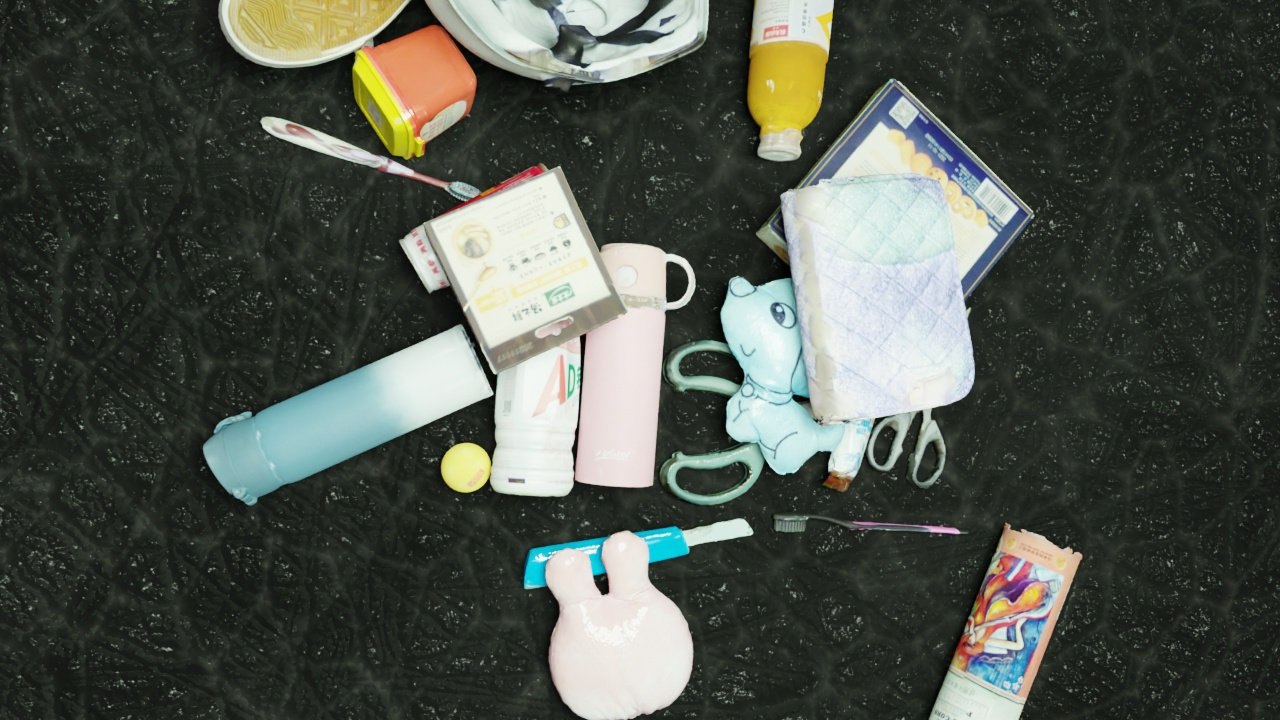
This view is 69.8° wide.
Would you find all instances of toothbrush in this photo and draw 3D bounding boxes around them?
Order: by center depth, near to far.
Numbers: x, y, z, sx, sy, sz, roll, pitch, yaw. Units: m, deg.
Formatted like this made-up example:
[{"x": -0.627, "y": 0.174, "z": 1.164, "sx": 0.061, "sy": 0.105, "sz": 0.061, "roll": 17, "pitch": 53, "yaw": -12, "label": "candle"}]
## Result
[{"x": -0.219, "y": -0.165, "z": 0.755, "sx": 0.187, "sy": 0.017, "sz": 0.016, "roll": 18, "pitch": 85, "yaw": -10, "label": "toothbrush"}, {"x": 0.209, "y": 0.151, "z": 0.828, "sx": 0.189, "sy": 0.014, "sz": 0.018, "roll": 6, "pitch": 98, "yaw": -10, "label": "toothbrush"}]

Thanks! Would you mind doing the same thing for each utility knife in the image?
[{"x": 0.000, "y": 0.162, "z": 0.788, "sx": 0.204, "sy": 0.018, "sz": 0.034, "roll": -8, "pitch": 103, "yaw": -10, "label": "utility knife"}]

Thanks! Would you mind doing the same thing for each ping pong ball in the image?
[{"x": -0.143, "y": 0.088, "z": 0.753, "sx": 0.040, "sy": 0.040, "sz": 0.040, "roll": 0, "pitch": 89, "yaw": -10, "label": "ping pong ball"}]

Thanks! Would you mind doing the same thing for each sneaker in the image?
[{"x": -0.230, "y": -0.302, "z": 0.722, "sx": 0.240, "sy": 0.088, "sz": 0.118, "roll": -48, "pitch": 121, "yaw": -27, "label": "sneaker"}]

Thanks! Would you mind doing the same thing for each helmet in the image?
[{"x": -0.076, "y": -0.321, "z": 0.705, "sx": 0.258, "sy": 0.146, "sz": 0.229, "roll": -18, "pitch": 107, "yaw": -31, "label": "helmet"}]

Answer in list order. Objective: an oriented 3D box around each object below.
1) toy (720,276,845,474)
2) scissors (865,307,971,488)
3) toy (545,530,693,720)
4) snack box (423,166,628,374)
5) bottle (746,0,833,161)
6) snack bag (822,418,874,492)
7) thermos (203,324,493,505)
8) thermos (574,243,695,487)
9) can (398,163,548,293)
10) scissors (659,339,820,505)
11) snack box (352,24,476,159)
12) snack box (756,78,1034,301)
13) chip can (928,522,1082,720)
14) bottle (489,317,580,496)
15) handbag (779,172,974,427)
[{"x": 0.123, "y": 0.003, "z": 0.782, "sx": 0.161, "sy": 0.050, "sz": 0.156, "roll": 37, "pitch": 81, "yaw": -8, "label": "toy"}, {"x": 0.256, "y": 0.029, "z": 0.838, "sx": 0.150, "sy": 0.014, "sz": 0.170, "roll": -15, "pitch": 91, "yaw": -11, "label": "scissors"}, {"x": -0.020, "y": 0.222, "z": 0.763, "sx": 0.121, "sy": 0.054, "sz": 0.159, "roll": -13, "pitch": 98, "yaw": -11, "label": "toy"}, {"x": -0.088, "y": -0.068, "z": 0.703, "sx": 0.113, "sy": 0.053, "sz": 0.125, "roll": -25, "pitch": 93, "yaw": -10, "label": "snack box"}, {"x": 0.128, "y": -0.269, "z": 0.792, "sx": 0.068, "sy": 0.068, "sz": 0.189, "roll": 6, "pitch": 88, "yaw": -10, "label": "bottle"}, {"x": 0.189, "y": 0.066, "z": 0.813, "sx": 0.048, "sy": 0.026, "sz": 0.104, "roll": 25, "pitch": 82, "yaw": -53, "label": "snack bag"}, {"x": -0.229, "y": 0.041, "z": 0.727, "sx": 0.220, "sy": 0.070, "sz": 0.070, "roll": -23, "pitch": 93, "yaw": -9, "label": "thermos"}, {"x": -0.005, "y": 0.004, "z": 0.763, "sx": 0.087, "sy": 0.067, "sz": 0.198, "roll": 6, "pitch": 88, "yaw": 4, "label": "thermos"}, {"x": -0.127, "y": -0.108, "z": 0.752, "sx": 0.132, "sy": 0.053, "sz": 0.053, "roll": -30, "pitch": 94, "yaw": -9, "label": "can"}, {"x": 0.085, "y": 0.041, "z": 0.805, "sx": 0.175, "sy": 0.019, "sz": 0.176, "roll": -22, "pitch": 92, "yaw": -8, "label": "scissors"}, {"x": -0.177, "y": -0.213, "z": 0.729, "sx": 0.080, "sy": 0.091, "sz": 0.082, "roll": -34, "pitch": 94, "yaw": -16, "label": "snack box"}, {"x": 0.227, "y": -0.121, "z": 0.818, "sx": 0.178, "sy": 0.046, "sz": 0.182, "roll": 42, "pitch": 83, "yaw": -7, "label": "snack box"}, {"x": 0.320, "y": 0.258, "z": 0.816, "sx": 0.071, "sy": 0.071, "sz": 0.214, "roll": 25, "pitch": 84, "yaw": -9, "label": "chip can"}, {"x": -0.083, "y": 0.011, "z": 0.753, "sx": 0.068, "sy": 0.068, "sz": 0.197, "roll": 4, "pitch": 85, "yaw": -10, "label": "bottle"}, {"x": 0.189, "y": -0.050, "z": 0.747, "sx": 0.134, "sy": 0.076, "sz": 0.194, "roll": -8, "pitch": 89, "yaw": -20, "label": "handbag"}]
